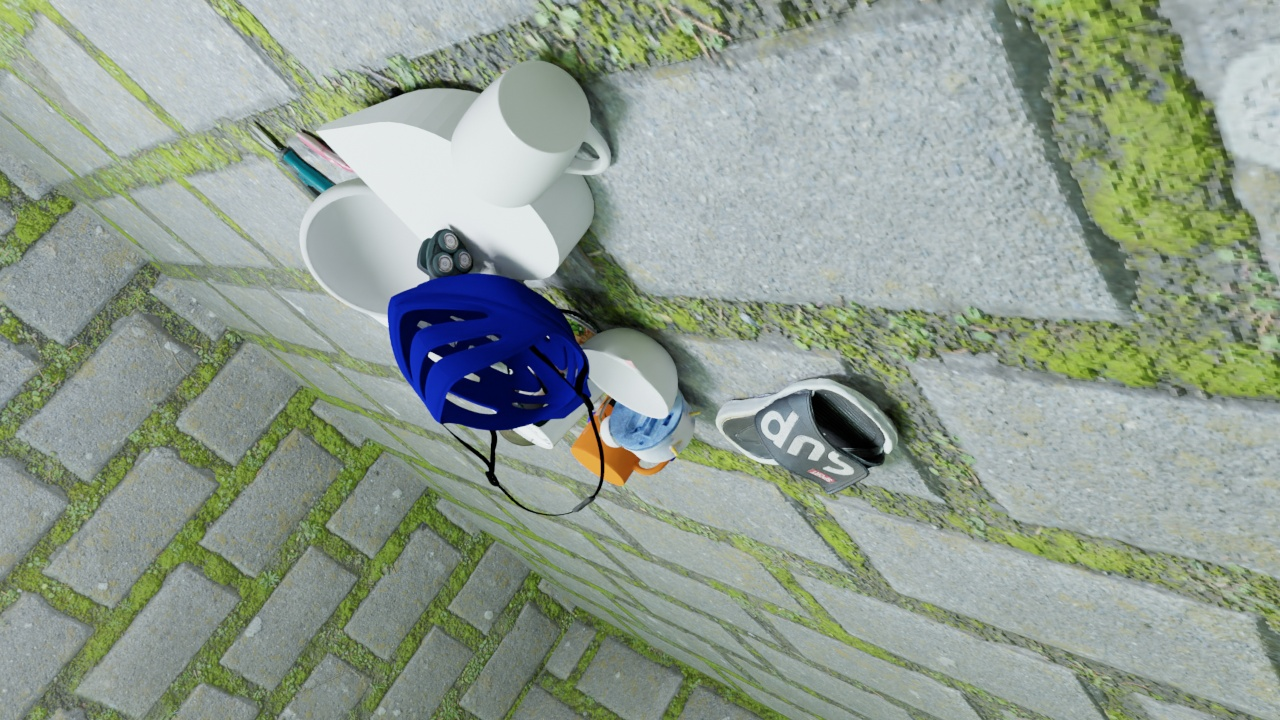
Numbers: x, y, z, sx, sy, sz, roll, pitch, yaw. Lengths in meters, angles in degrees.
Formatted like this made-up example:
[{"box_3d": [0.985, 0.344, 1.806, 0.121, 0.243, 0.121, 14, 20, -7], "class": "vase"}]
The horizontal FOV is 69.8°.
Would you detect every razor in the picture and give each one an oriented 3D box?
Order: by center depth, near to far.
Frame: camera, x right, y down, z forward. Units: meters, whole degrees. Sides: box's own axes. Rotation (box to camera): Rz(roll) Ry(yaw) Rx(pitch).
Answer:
[{"box_3d": [-0.193, -0.087, 0.904, 0.052, 0.047, 0.143, 13, 167, -11], "class": "razor"}]

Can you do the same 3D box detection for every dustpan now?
[{"box_3d": [-0.153, -0.156, 0.817, 0.258, 0.053, 0.191, 12, 150, 49], "class": "dustpan"}]

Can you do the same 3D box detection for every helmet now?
[{"box_3d": [-0.123, 0.033, 0.855, 0.241, 0.148, 0.227, 27, -151, -51], "class": "helmet"}]

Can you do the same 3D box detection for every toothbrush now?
[{"box_3d": [-0.327, -0.217, 1.004, 0.135, 0.016, 0.021, 30, 169, 13], "class": "toothbrush"}]

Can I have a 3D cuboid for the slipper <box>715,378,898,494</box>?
[{"box_3d": [0.145, 0.077, 0.867, 0.111, 0.063, 0.264, 39, 162, -13], "class": "slipper"}]

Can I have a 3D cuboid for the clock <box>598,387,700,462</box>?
[{"box_3d": [0.004, 0.063, 1.019, 0.125, 0.088, 0.052, 17, 160, 39], "class": "clock"}]

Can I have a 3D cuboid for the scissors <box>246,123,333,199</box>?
[{"box_3d": [-0.408, -0.225, 1.114, 0.154, 0.019, 0.126, 29, 158, 21], "class": "scissors"}]

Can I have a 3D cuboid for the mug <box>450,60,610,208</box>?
[{"box_3d": [-0.069, -0.159, 0.661, 0.114, 0.081, 0.088, 9, 165, -26], "class": "mug"}]

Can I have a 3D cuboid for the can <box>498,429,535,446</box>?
[{"box_3d": [-0.160, 0.070, 1.288, 0.090, 0.089, 0.075, 34, 161, 1], "class": "can"}]

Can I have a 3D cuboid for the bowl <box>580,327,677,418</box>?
[{"box_3d": [-0.006, 0.006, 0.953, 0.115, 0.050, 0.115, 31, 160, 12], "class": "bowl"}]

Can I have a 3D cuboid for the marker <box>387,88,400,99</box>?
[{"box_3d": [-0.186, -0.190, 0.851, 0.011, 0.011, 0.152, 18, 154, 40], "class": "marker"}]

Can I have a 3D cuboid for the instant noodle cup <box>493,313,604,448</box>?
[{"box_3d": [-0.101, 0.027, 1.050, 0.123, 0.121, 0.124, 30, 160, 12], "class": "instant noodle cup"}]

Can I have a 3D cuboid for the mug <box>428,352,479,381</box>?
[{"box_3d": [-0.267, -0.007, 1.314, 0.116, 0.068, 0.094, 7, 146, 52], "class": "mug"}]

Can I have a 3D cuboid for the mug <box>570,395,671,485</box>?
[{"box_3d": [-0.012, 0.098, 1.109, 0.113, 0.095, 0.078, 26, 159, 24], "class": "mug"}]

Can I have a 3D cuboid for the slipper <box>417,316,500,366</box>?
[{"box_3d": [-0.253, -0.092, 1.084, 0.268, 0.111, 0.083, 34, -169, 1], "class": "slipper"}]

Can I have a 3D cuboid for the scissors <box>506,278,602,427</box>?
[{"box_3d": [-0.094, -0.044, 0.979, 0.015, 0.137, 0.210, -156, 46, -71], "class": "scissors"}]

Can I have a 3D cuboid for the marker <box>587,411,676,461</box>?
[{"box_3d": [-0.012, 0.101, 1.232, 0.142, 0.020, 0.020, 21, 156, 34], "class": "marker"}]

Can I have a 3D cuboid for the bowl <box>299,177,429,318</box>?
[{"box_3d": [-0.269, -0.130, 0.988, 0.176, 0.066, 0.177, 2, 134, 2], "class": "bowl"}]

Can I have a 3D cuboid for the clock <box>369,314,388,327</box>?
[{"box_3d": [-0.349, -0.085, 1.258, 0.125, 0.072, 0.161, 32, 160, 7], "class": "clock"}]
